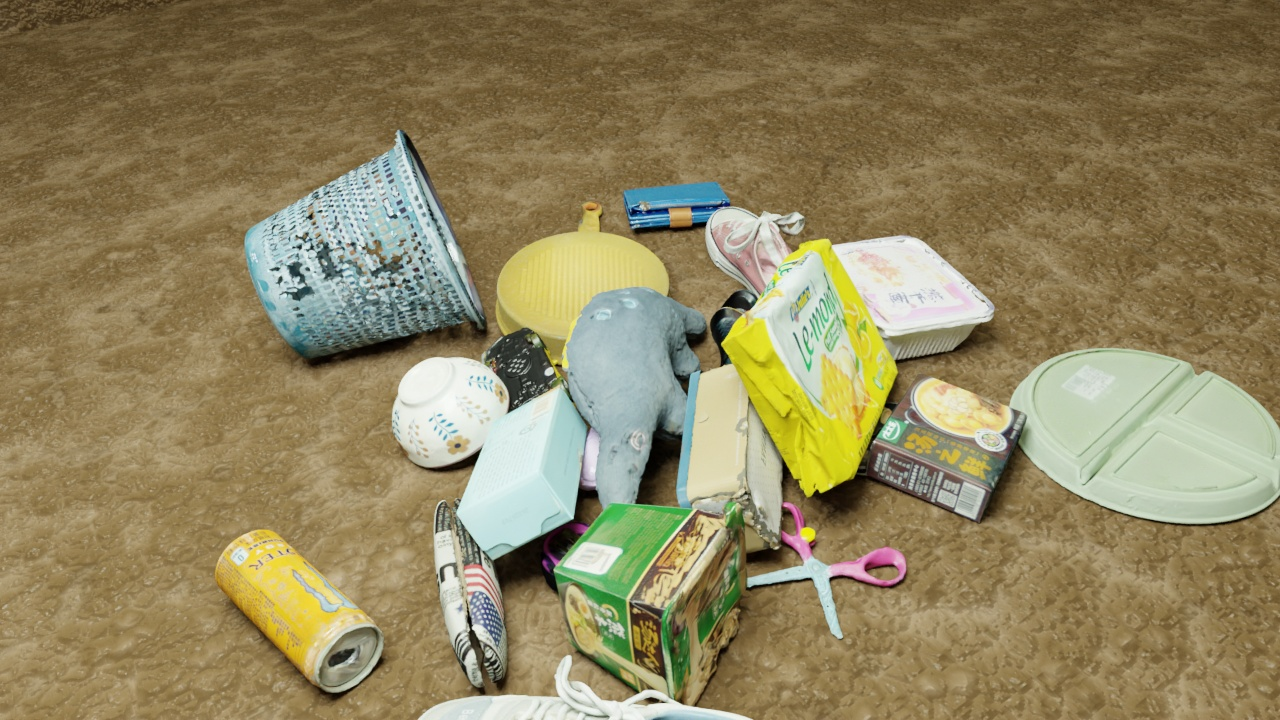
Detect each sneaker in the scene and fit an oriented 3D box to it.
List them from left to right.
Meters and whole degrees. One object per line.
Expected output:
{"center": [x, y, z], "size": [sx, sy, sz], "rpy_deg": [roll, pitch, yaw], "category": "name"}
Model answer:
{"center": [-0.035, 0.243, 0.570], "size": [0.242, 0.091, 0.089], "rpy_deg": [3, 36, 10], "category": "sneaker"}
{"center": [0.141, -0.130, 1.058], "size": [0.118, 0.088, 0.240], "rpy_deg": [-12, 38, -10], "category": "sneaker"}

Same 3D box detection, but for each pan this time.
{"center": [-0.064, -0.114, 1.092], "size": [0.198, 0.078, 0.356], "rpy_deg": [0, 43, -1], "category": "pan"}

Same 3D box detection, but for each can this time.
{"center": [-0.259, 0.185, 0.691], "size": [0.146, 0.058, 0.058], "rpy_deg": [26, 46, 34], "category": "can"}

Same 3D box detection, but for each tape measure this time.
{"center": [-0.051, 0.157, 0.728], "size": [0.058, 0.039, 0.056], "rpy_deg": [19, 42, 28], "category": "tape measure"}

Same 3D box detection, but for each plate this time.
{"center": [0.458, 0.058, 0.832], "size": [0.230, 0.027, 0.229], "rpy_deg": [-2, 36, 1], "category": "plate"}

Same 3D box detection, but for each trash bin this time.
{"center": [-0.297, -0.104, 0.980], "size": [0.195, 0.227, 0.226], "rpy_deg": [-22, 39, -4], "category": "trash bin"}

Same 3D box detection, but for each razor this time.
{"center": [0.105, -0.002, 0.927], "size": [0.067, 0.062, 0.167], "rpy_deg": [23, 39, -18], "category": "razor"}

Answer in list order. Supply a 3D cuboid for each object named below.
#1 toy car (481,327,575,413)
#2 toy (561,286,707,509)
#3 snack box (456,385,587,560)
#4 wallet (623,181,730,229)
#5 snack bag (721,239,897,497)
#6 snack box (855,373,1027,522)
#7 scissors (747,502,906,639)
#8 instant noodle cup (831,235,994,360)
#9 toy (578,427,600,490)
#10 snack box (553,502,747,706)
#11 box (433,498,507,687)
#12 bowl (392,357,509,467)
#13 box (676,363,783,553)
{"center": [-0.109, 0.023, 0.903], "size": [0.071, 0.041, 0.155], "rpy_deg": [-33, 42, -1], "category": "toy car"}
{"center": [-0.005, 0.005, 0.841], "size": [0.092, 0.138, 0.355], "rpy_deg": [-34, 18, 27], "category": "toy"}
{"center": [-0.092, 0.087, 0.755], "size": [0.074, 0.051, 0.174], "rpy_deg": [-30, 17, 11], "category": "snack box"}
{"center": [0.046, -0.206, 1.211], "size": [0.133, 0.040, 0.106], "rpy_deg": [-6, 28, -3], "category": "wallet"}
{"center": [0.150, -0.001, 0.814], "size": [0.068, 0.158, 0.245], "rpy_deg": [-24, 12, 32], "category": "snack bag"}
{"center": [0.261, 0.073, 0.814], "size": [0.126, 0.053, 0.113], "rpy_deg": [23, 44, 24], "category": "snack box"}
{"center": [0.143, 0.162, 0.728], "size": [0.133, 0.017, 0.133], "rpy_deg": [-6, 41, -4], "category": "scissors"}
{"center": [0.273, -0.064, 0.979], "size": [0.138, 0.060, 0.173], "rpy_deg": [-9, 38, -14], "category": "instant noodle cup"}
{"center": [-0.034, 0.079, 0.832], "size": [0.084, 0.039, 0.107], "rpy_deg": [10, 35, 22], "category": "toy"}
{"center": [0.004, 0.164, 0.654], "size": [0.106, 0.118, 0.118], "rpy_deg": [12, 36, 27], "category": "snack box"}
{"center": [-0.136, 0.172, 0.696], "size": [0.060, 0.072, 0.164], "rpy_deg": [-32, 36, 3], "category": "box"}
{"center": [-0.186, 0.038, 0.855], "size": [0.114, 0.062, 0.113], "rpy_deg": [-17, 43, 16], "category": "bowl"}
{"center": [0.079, 0.076, 0.777], "size": [0.062, 0.090, 0.183], "rpy_deg": [-18, 30, 18], "category": "box"}
